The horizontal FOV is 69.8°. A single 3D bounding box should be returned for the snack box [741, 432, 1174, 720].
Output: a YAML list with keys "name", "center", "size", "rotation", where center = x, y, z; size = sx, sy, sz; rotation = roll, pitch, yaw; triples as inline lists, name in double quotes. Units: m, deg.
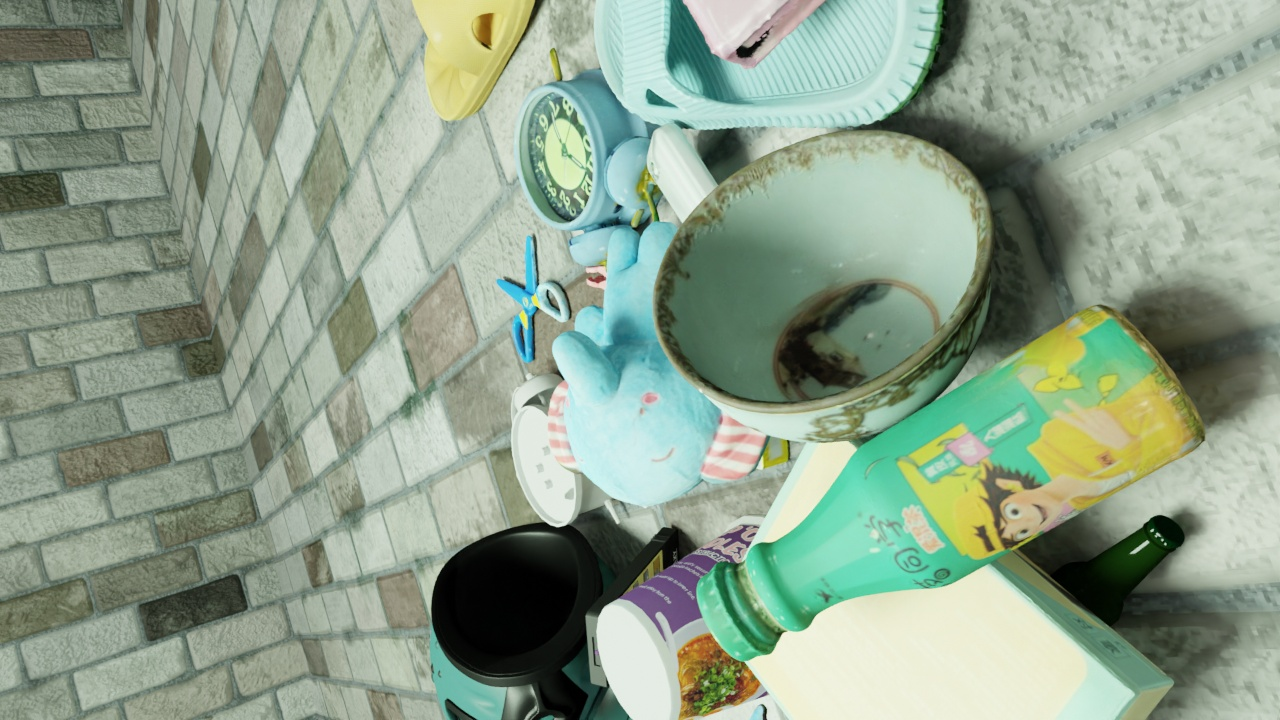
- name: "snack box"
  center: [0.126, 0.138, 0.448]
  size: [0.193, 0.044, 0.142]
  rotation: [46, 120, 45]

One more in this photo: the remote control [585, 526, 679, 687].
- name: "remote control"
  center: [-0.002, 0.176, 0.670]
  size: [0.013, 0.133, 0.058]
  rotation: [5, 110, 24]

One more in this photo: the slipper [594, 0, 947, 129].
- name: "slipper"
  center: [0.041, -0.184, 0.506]
  size: [0.276, 0.069, 0.116]
  rotation: [25, 116, 49]

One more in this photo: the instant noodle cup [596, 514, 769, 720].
- name: "instant noodle cup"
  center: [0.048, 0.180, 0.595]
  size: [0.137, 0.121, 0.122]
  rotation: [31, 127, 48]

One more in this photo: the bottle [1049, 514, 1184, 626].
- name: "bottle"
  center: [0.200, 0.111, 0.420]
  size: [0.033, 0.033, 0.123]
  rotation: [55, 142, 29]

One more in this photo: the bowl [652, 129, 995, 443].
- name: "bowl"
  center: [0.096, -0.022, 0.449]
  size: [0.160, 0.160, 0.094]
  rotation: [37, 172, 44]

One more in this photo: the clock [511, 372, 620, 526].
- name: "clock"
  center: [-0.077, 0.077, 0.801]
  size: [0.159, 0.061, 0.120]
  rotation: [31, 127, 46]

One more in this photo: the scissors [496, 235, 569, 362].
- name: "scissors"
  center: [-0.100, -0.052, 0.830]
  size: [0.126, 0.013, 0.125]
  rotation: [27, 126, 44]

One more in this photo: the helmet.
- name: "helmet"
  center: [-0.073, 0.271, 0.738]
  size: [0.274, 0.176, 0.200]
  rotation: [-128, 23, -69]

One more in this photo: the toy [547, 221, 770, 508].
- name: "toy"
  center: [-0.003, 0.003, 0.576]
  size: [0.184, 0.114, 0.180]
  rotation: [-2, 92, 45]

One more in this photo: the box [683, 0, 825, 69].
- name: "box"
  center: [0.055, -0.281, 0.424]
  size: [0.180, 0.040, 0.232]
  rotation: [-36, 71, 30]

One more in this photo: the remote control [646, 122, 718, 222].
- name: "remote control"
  center: [0.043, -0.080, 0.559]
  size: [0.133, 0.022, 0.050]
  rotation: [58, 168, 7]

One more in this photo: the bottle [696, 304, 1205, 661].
- name: "bottle"
  center: [0.119, 0.061, 0.388]
  size: [0.210, 0.068, 0.068]
  rotation: [-35, 68, 16]

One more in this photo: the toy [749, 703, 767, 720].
- name: "toy"
  center: [0.135, 0.307, 0.537]
  size: [0.224, 0.098, 0.191]
  rotation: [17, 122, 43]

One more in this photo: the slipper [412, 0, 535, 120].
- name: "slipper"
  center: [-0.150, -0.286, 0.749]
  size: [0.264, 0.078, 0.099]
  rotation: [-40, 69, 59]

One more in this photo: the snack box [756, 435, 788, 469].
- name: "snack box"
  center: [0.039, 0.023, 0.636]
  size: [0.152, 0.025, 0.075]
  rotation: [11, 111, 55]

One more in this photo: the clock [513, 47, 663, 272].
- name: "clock"
  center: [-0.029, -0.134, 0.649]
  size: [0.162, 0.059, 0.118]
  rotation: [54, 140, 24]

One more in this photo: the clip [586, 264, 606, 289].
- name: "clip"
  center: [-0.018, -0.058, 0.698]
  size: [0.060, 0.023, 0.045]
  rotation: [-20, 84, 52]
